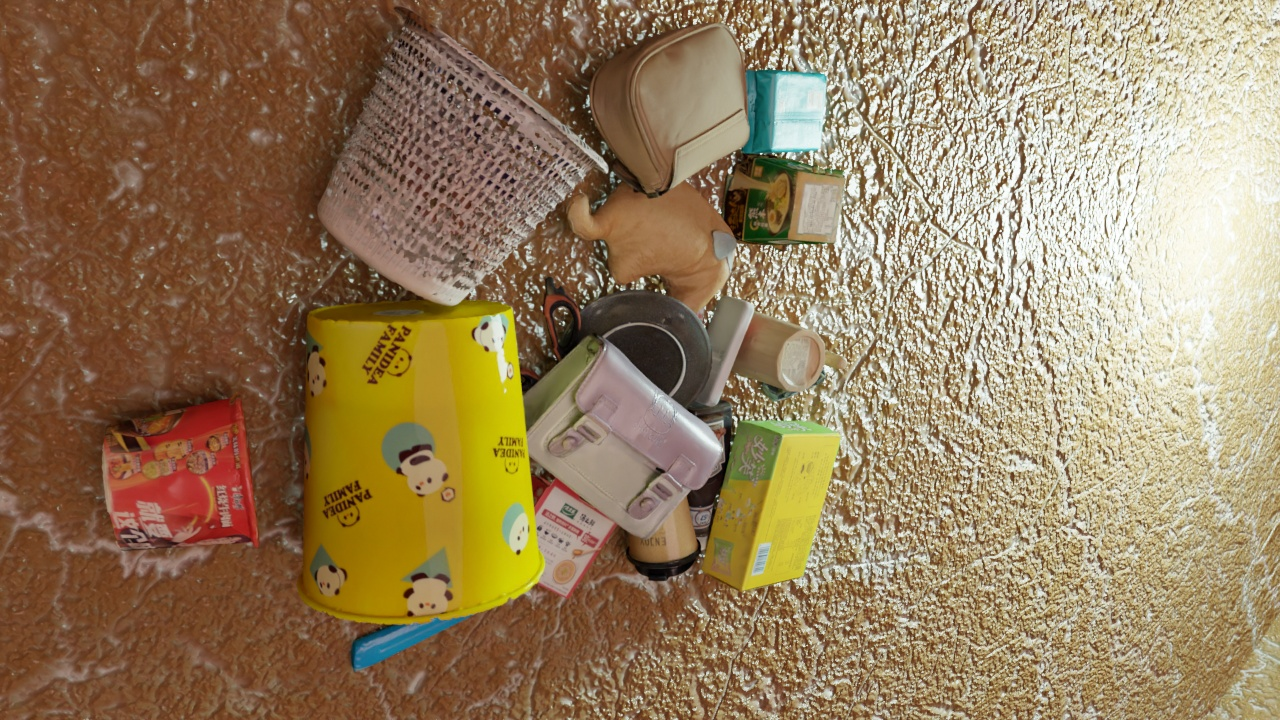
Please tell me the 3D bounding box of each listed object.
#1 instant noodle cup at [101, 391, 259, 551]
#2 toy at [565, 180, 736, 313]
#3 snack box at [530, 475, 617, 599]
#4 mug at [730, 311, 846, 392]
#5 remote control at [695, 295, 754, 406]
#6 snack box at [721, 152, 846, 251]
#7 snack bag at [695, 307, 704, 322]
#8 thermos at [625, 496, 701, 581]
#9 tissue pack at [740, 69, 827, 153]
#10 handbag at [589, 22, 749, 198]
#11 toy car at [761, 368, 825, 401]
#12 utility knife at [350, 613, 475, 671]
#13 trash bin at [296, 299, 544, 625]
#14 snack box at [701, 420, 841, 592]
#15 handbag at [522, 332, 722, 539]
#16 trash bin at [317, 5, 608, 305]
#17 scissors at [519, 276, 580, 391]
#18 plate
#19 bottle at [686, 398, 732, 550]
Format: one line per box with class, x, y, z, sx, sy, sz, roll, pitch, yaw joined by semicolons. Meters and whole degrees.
instant noodle cup;-0.393;0.103;0.790;0.108;0.138;0.138;-7;108;-23
toy;0.011;-0.145;1.012;0.225;0.083;0.143;26;72;-33
snack box;-0.097;0.195;1.061;0.113;0.044;0.127;38;83;-34
mug;0.181;-0.009;1.148;0.124;0.104;0.084;5;101;-34
remote control;0.096;-0.012;1.121;0.020;0.056;0.136;20;92;-39
snack box;0.175;-0.183;1.092;0.118;0.106;0.117;-1;105;-32
snack bag;0.057;-0.040;1.104;0.045;0.026;0.105;2;106;-21
thermos;0.023;0.185;1.114;0.092;0.093;0.143;-14;104;-30
tissue pack;0.165;-0.290;1.072;0.133;0.050;0.093;-16;113;-47
handbag;0.033;-0.268;0.971;0.203;0.100;0.148;-37;117;-40
toy car;0.203;0.026;1.212;0.090;0.043;0.034;-21;142;-24
utility knife;-0.219;0.285;1.022;0.213;0.018;0.034;-19;112;-26
trash bin;-0.207;0.078;0.855;0.229;0.230;0.255;-6;102;-32
snack box;0.173;0.185;1.199;0.157;0.070;0.210;5;101;-50
handbag;-0.024;0.083;0.990;0.197;0.098;0.145;41;92;-27
trash bin;-0.173;-0.165;0.820;0.227;0.227;0.192;33;97;-35
scissors;-0.097;0.013;0.994;0.189;0.015;0.227;-12;117;-10
plate;-0.006;0.006;1.031;0.179;0.024;0.180;-2;116;-5
bottle;0.075;0.146;1.161;0.079;0.044;0.195;-8;109;-34
